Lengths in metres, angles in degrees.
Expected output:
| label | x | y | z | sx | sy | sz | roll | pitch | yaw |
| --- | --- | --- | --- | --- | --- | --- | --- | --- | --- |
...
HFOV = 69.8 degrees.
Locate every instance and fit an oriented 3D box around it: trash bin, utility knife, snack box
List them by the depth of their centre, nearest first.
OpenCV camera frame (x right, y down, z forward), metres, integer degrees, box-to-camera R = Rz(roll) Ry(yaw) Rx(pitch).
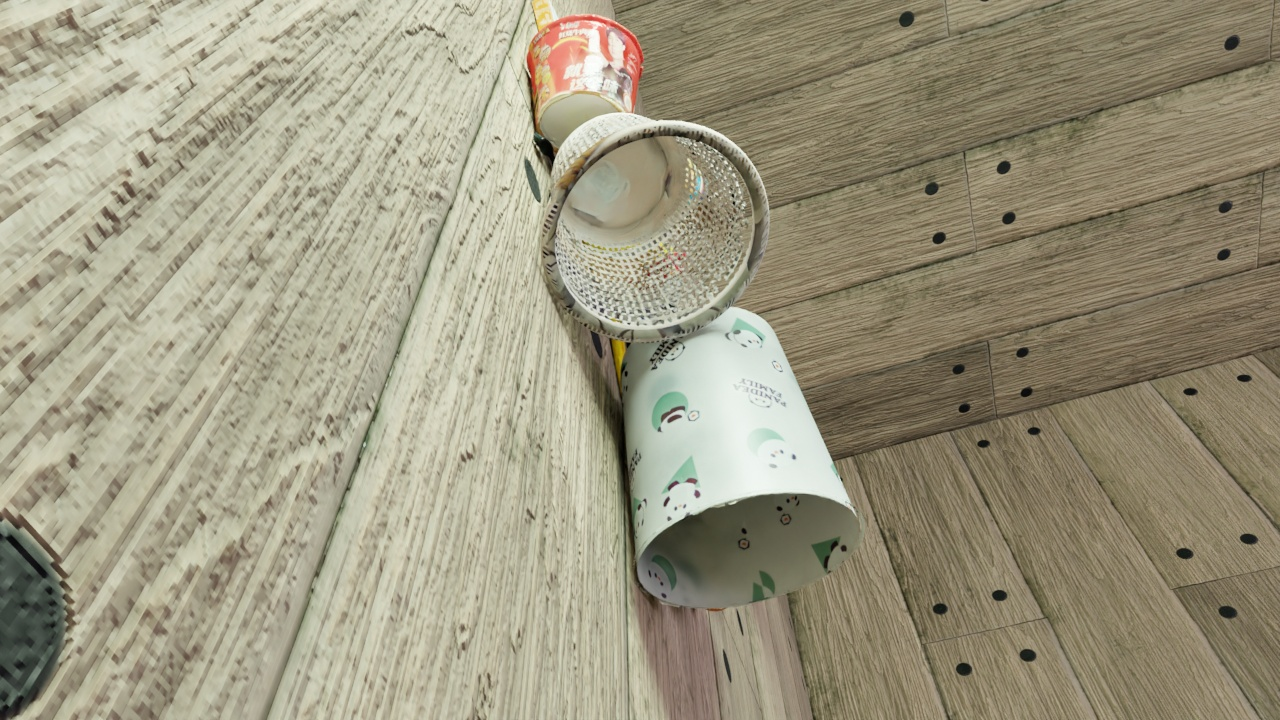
| label | x | y | z | sx | sy | sz | roll | pitch | yaw |
| --- | --- | --- | --- | --- | --- | --- | --- | --- | --- |
| trash bin | -0.006 | -0.160 | 0.953 | 0.192 | 0.227 | 0.228 | -117 | -175 | -57 |
| trash bin | 0.087 | 0.094 | 0.961 | 0.230 | 0.230 | 0.251 | 64 | 11 | -50 |
| utility knife | -0.016 | 0.032 | 1.117 | 0.033 | 0.015 | 0.230 | 55 | 22 | -62 |
| snack box | -0.113 | -0.417 | 1.272 | 0.075 | 0.026 | 0.153 | 41 | 34 | -75 |

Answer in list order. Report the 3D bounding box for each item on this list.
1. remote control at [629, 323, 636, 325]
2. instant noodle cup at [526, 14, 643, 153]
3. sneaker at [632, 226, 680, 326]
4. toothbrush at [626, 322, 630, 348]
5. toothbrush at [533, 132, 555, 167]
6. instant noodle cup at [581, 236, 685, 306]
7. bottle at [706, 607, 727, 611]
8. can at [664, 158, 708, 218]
| label | x | y | z | sx | sy | sz | roll | pitch | yaw |
| --- | --- | --- | --- | --- | --- | --- | --- | --- | --- |
| remote control | 0.001 | 0.007 | 1.259 | 0.149 | 0.021 | 0.058 | -95 | 167 | -51 |
| instant noodle cup | -0.063 | -0.306 | 1.050 | 0.138 | 0.138 | 0.108 | 62 | 23 | -56 |
| sneaker | -0.003 | -0.152 | 1.243 | 0.089 | 0.091 | 0.242 | -24 | 121 | -43 |
| toothbrush | -0.007 | 0.007 | 1.191 | 0.027 | 0.026 | 0.212 | 40 | 29 | -39 |
| toothbrush | -0.094 | -0.220 | 1.078 | 0.018 | 0.014 | 0.189 | 46 | -2 | 16 |
| instant noodle cup | -0.018 | -0.142 | 1.135 | 0.123 | 0.116 | 0.116 | 62 | 10 | -2 |
| bottle | 0.076 | 0.255 | 1.181 | 0.066 | 0.067 | 0.149 | -91 | 156 | -60 |
| can | 0.024 | -0.228 | 1.118 | 0.111 | 0.075 | 0.075 | 37 | 33 | -43 |
